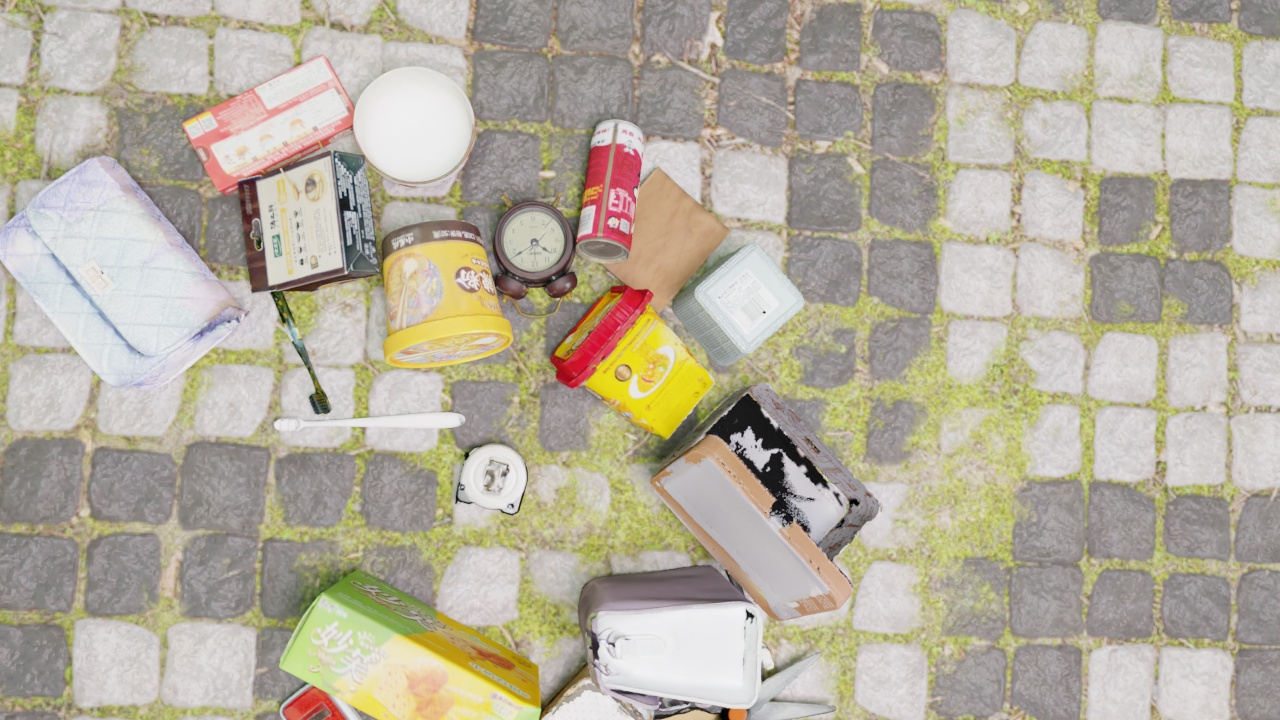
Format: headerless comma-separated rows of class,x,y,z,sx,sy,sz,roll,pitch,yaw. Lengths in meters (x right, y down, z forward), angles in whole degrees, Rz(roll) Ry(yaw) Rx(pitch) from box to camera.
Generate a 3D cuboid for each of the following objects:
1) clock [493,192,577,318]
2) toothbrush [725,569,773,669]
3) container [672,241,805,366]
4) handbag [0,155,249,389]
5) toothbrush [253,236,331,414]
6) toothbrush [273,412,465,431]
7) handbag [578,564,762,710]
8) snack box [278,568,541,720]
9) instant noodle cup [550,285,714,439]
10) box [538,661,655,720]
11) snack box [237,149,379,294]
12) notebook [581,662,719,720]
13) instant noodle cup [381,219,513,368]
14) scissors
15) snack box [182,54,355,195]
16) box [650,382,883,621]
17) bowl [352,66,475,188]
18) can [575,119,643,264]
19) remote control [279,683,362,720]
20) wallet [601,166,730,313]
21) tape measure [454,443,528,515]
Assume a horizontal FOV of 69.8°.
clock,-0.103,-0.101,0.896,0.082,0.055,0.122,-2,89,-6
toothbrush,0.096,0.224,0.918,0.015,0.018,0.181,-21,88,-4
container,0.094,-0.055,0.885,0.090,0.111,0.090,-41,91,-7
handbag,-0.478,-0.075,0.846,0.134,0.075,0.194,-41,92,-7
toothbrush,-0.341,-0.033,0.887,0.012,0.017,0.186,-24,89,30
toothbrush,-0.261,0.060,0.889,0.180,0.016,0.016,-1,89,-6
handbag,0.018,0.241,0.817,0.145,0.197,0.098,5,85,-5
snack box,-0.193,0.271,0.813,0.210,0.158,0.070,30,82,-3
instant noodle cup,-0.005,0.005,0.877,0.123,0.116,0.116,42,83,-13
box,-0.073,0.370,0.851,0.090,0.059,0.184,44,99,4
snack box,-0.311,-0.126,0.859,0.126,0.053,0.113,-8,89,33
notebook,0.011,0.406,0.900,0.149,0.012,0.211,3,86,-6
instant noodle cup,-0.187,-0.062,0.859,0.118,0.118,0.114,-10,79,-7
scissors,0.073,0.356,0.893,0.221,0.022,0.210,19,87,-6
snack box,-0.356,-0.229,0.892,0.153,0.025,0.075,-29,91,-6
box,0.120,0.121,0.830,0.156,0.193,0.183,-44,91,-14
bowl,-0.215,-0.218,0.888,0.113,0.062,0.113,1,85,-7
can,-0.029,-0.165,0.895,0.053,0.053,0.132,9,72,-5
remote control,-0.282,0.365,0.868,0.056,0.020,0.136,-36,90,-8
wallet,0.018,-0.122,0.928,0.101,0.020,0.115,42,86,-1
tape measure,-0.142,0.113,0.890,0.065,0.033,0.066,13,86,-7
